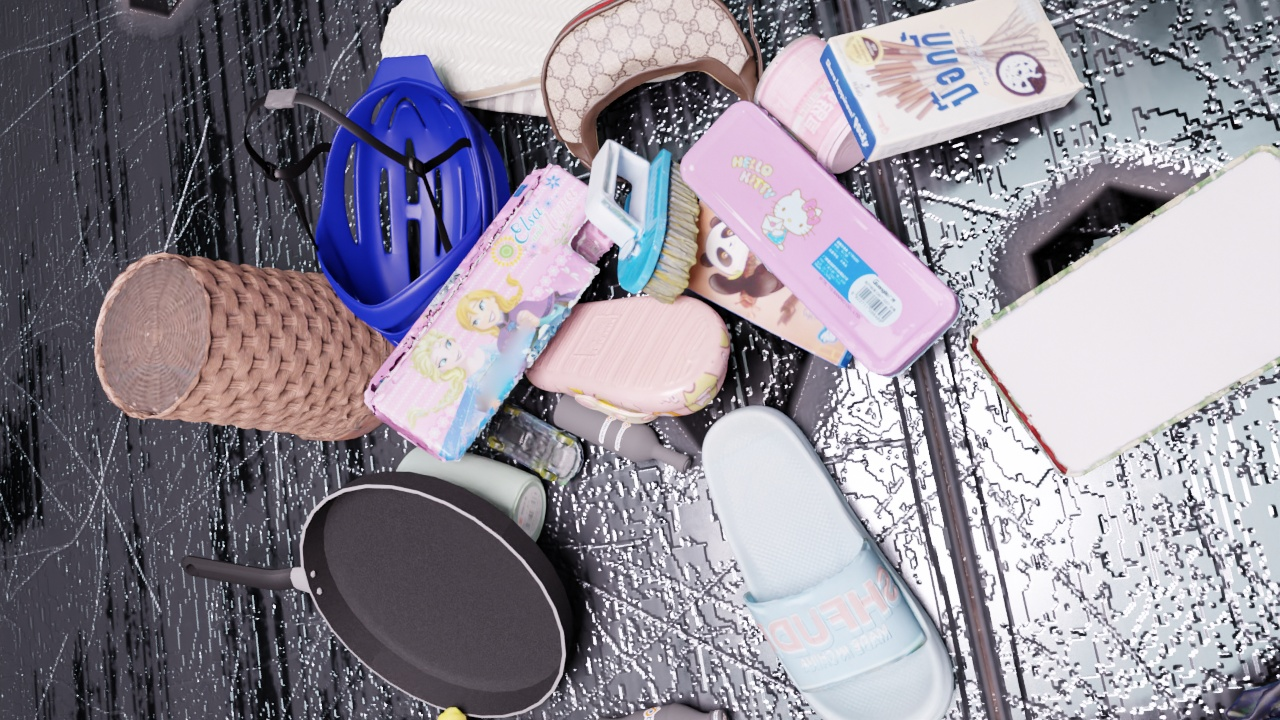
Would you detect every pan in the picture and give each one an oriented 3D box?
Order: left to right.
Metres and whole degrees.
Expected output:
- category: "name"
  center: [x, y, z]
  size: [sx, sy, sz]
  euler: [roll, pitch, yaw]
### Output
- category: "pan"
  center: [-0.217, 0.177, 0.724]
  size: [0.357, 0.034, 0.226]
  euler: [3, 119, 21]

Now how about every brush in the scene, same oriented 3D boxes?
- category: "brush"
  center: [-0.002, -0.098, 0.650]
  size: [0.056, 0.075, 0.135]
  euler: [-49, 25, 37]

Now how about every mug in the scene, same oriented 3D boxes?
- category: "mug"
  center: [-0.133, 0.128, 0.733]
  size: [0.104, 0.083, 0.111]
  euler: [7, 117, 19]

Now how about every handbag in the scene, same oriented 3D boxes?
- category: "handbag"
  center: [0.013, -0.204, 0.683]
  size: [0.167, 0.063, 0.138]
  euler: [-20, 118, 13]

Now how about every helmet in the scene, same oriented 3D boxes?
- category: "helmet"
  center: [-0.195, -0.114, 0.692]
  size: [0.148, 0.227, 0.241]
  euler: [3, 93, 20]

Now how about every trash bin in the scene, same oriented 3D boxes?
- category: "trash bin"
  center: [-0.312, -0.010, 0.745]
  size: [0.151, 0.210, 0.151]
  euler: [-2, 84, 24]

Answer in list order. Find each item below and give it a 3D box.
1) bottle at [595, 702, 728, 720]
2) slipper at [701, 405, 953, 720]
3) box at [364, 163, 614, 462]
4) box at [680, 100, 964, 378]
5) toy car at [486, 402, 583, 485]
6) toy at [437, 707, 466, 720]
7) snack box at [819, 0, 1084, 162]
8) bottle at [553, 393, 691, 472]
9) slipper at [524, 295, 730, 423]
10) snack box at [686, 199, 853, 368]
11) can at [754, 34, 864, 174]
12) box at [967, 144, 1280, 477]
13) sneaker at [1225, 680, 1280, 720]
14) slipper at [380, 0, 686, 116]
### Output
- category: "bottle"
  center: [0.012, 0.274, 0.673]
  size: [0.110, 0.036, 0.036]
  euler: [-20, 78, 21]
- category: "slipper"
  center: [0.112, 0.142, 0.620]
  size: [0.104, 0.074, 0.245]
  euler: [-33, 72, 19]
- category: "box"
  center: [-0.098, -0.033, 0.674]
  size: [0.230, 0.084, 0.077]
  euler: [-55, 34, -11]
- category: "box"
  center: [0.117, -0.084, 0.618]
  size: [0.076, 0.036, 0.214]
  euler: [-46, 71, 14]
- category: "toy car"
  center: [-0.083, 0.066, 0.737]
  size: [0.090, 0.027, 0.039]
  euler: [27, 95, 22]
- category: "toy"
  center: [-0.127, 0.345, 0.700]
  size: [0.208, 0.092, 0.133]
  euler: [6, 85, 27]
- category: "snack box"
  center: [0.201, -0.186, 0.595]
  size: [0.150, 0.026, 0.082]
  euler: [-17, 77, -9]
- category: "bottle"
  center: [-0.012, 0.058, 0.705]
  size: [0.113, 0.030, 0.030]
  euler: [23, 95, 24]
- category: "slipper"
  center: [-0.004, 0.004, 0.683]
  size: [0.198, 0.081, 0.093]
  euler: [9, 60, 47]
- category: "snack box"
  center: [0.100, -0.066, 0.664]
  size: [0.151, 0.034, 0.087]
  euler: [29, 97, 22]
- category: "can"
  center: [0.129, -0.178, 0.642]
  size: [0.067, 0.067, 0.076]
  euler: [-47, 69, 13]
- category: "box"
  center: [0.317, -0.025, 0.558]
  size: [0.206, 0.050, 0.117]
  euler: [-38, 75, 17]
- category: "sneaker"
  center: [0.375, 0.196, 0.497]
  size: [0.295, 0.120, 0.127]
  euler: [-17, 56, 19]
- category: "slipper"
  center: [-0.081, -0.260, 0.749]
  size: [0.273, 0.054, 0.114]
  euler: [0, 87, 15]
